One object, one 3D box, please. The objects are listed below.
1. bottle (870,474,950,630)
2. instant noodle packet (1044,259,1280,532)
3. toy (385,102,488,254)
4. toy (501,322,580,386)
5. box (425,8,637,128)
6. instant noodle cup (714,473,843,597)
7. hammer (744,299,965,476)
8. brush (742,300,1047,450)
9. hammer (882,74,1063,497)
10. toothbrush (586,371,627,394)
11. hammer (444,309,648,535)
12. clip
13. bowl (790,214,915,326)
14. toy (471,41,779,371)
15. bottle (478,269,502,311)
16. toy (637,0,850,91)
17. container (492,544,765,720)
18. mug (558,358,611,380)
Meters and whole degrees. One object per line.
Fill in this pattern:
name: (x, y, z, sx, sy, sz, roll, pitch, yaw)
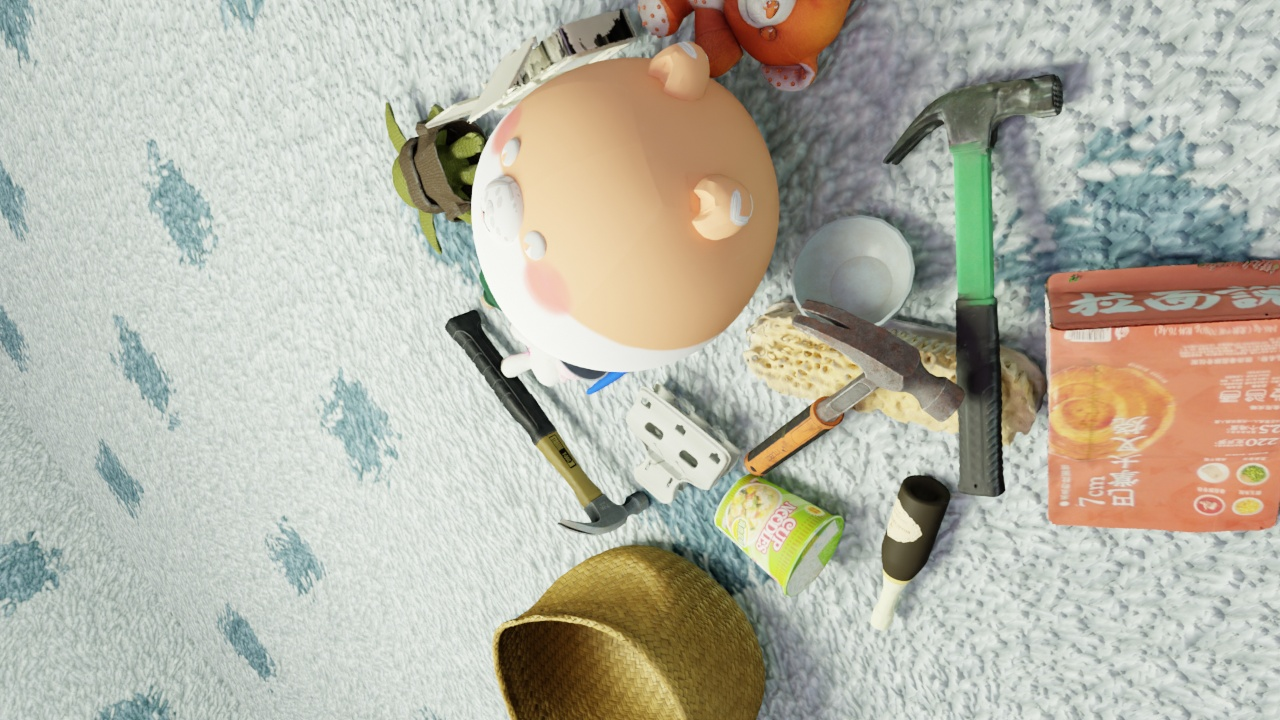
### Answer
bottle: (0.257, 0.197, 0.903, 0.045, 0.045, 0.185, 25, 127, 27)
instant noodle packet: (0.391, 0.046, 0.682, 0.165, 0.083, 0.221, -3, 121, 21)
toy: (-0.225, -0.217, 1.048, 0.153, 0.078, 0.179, -2, 110, 48)
toy: (-0.114, -0.007, 1.096, 0.123, 0.038, 0.079, 18, 103, 33)
box: (-0.103, -0.261, 0.850, 0.144, 0.183, 0.050, -13, 106, 50)
instant noodle cup: (0.140, 0.176, 0.960, 0.108, 0.098, 0.099, 33, 130, 31)
hammer: (0.150, 0.046, 0.835, 0.138, 0.034, 0.315, 36, 155, 1)
brush: (0.219, 0.007, 0.824, 0.272, 0.056, 0.083, 16, 123, 33)
hammer: (0.262, -0.051, 0.720, 0.130, 0.032, 0.319, 0, 98, 36)
toothbrush: (-0.006, 0.006, 1.035, 0.183, 0.016, 0.018, -33, 96, 44)
hammer: (-0.131, 0.074, 1.120, 0.333, 0.117, 0.025, 51, 135, 12)
clip: (0.047, 0.092, 1.024, 0.126, 0.095, 0.152, 41, 153, 17)
bowl: (0.188, -0.070, 0.799, 0.106, 0.039, 0.106, -7, 74, 27)
toy: (-0.011, -0.128, 0.783, 0.282, 0.265, 0.262, -33, 68, 55)
bottle: (-0.144, -0.096, 1.060, 0.132, 0.061, 0.061, -32, 89, 44)
toy: (0.088, -0.306, 0.736, 0.172, 0.092, 0.164, 39, 126, 13)
container: (-0.003, 0.384, 1.115, 0.307, 0.196, 0.307, 18, 121, 31)
mug: (-0.016, -0.036, 0.958, 0.124, 0.103, 0.084, 1, 113, 39)
